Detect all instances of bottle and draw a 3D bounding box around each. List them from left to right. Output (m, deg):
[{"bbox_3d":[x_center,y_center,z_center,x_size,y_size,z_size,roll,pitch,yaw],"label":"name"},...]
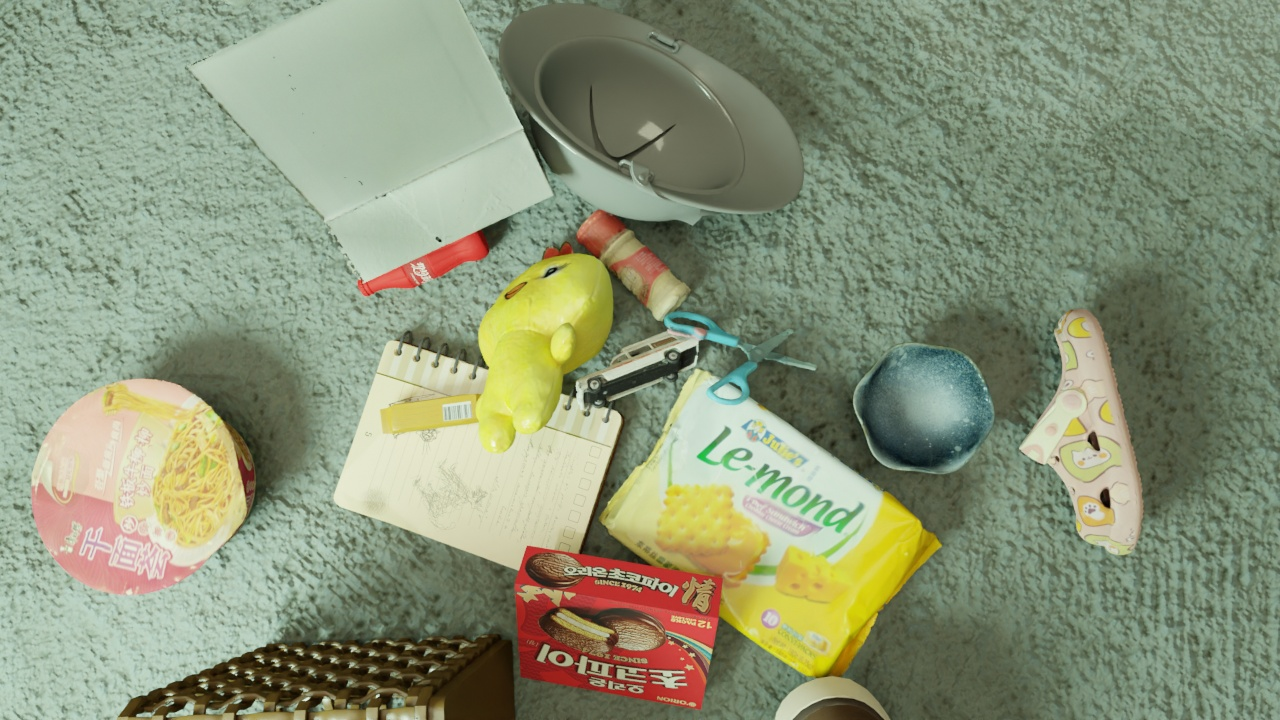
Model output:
[{"bbox_3d":[-0.195,-0.087,0.819,0.119,0.036,0.036,-23,82,2],"label":"bottle"},{"bbox_3d":[-0.006,-0.084,0.802,0.044,0.044,0.109,-44,83,-2],"label":"bottle"}]

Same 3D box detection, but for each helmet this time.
[{"bbox_3d":[-0.005,-0.180,0.780,0.271,0.118,0.183,21,56,-16],"label":"helmet"}]

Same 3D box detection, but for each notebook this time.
[{"bbox_3d":[-0.142,0.082,0.803,0.225,0.024,0.167,18,87,6],"label":"notebook"}]

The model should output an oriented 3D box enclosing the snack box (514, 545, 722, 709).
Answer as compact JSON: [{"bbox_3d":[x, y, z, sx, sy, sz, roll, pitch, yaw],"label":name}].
[{"bbox_3d":[-0.019,0.214,0.729,0.152,0.133,0.035,8,41,5],"label":"snack box"}]

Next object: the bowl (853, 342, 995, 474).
[{"bbox_3d":[0.231,0.040,0.763,0.110,0.055,0.110,0,84,5],"label":"bowl"}]

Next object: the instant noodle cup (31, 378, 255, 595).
[{"bbox_3d":[-0.416,0.108,0.795,0.179,0.078,0.178,0,83,3],"label":"instant noodle cup"}]

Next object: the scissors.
[{"bbox_3d":[0.082,-0.001,0.757,0.135,0.015,0.129,12,41,0],"label":"scissors"}]

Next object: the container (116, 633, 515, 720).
[{"bbox_3d":[-0.218,0.353,0.679,0.214,0.219,0.251,-4,83,4],"label":"container"}]

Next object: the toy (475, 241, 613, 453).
[{"bbox_3d":[-0.080,-0.013,0.745,0.134,0.207,0.092,-29,116,34],"label":"toy"}]

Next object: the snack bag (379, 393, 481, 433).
[{"bbox_3d":[-0.174,0.046,0.786,0.099,0.020,0.026,-9,80,5],"label":"snack bag"}]

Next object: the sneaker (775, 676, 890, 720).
[{"bbox_3d":[0.185,0.387,0.673,0.112,0.116,0.294,-15,99,2],"label":"sneaker"}]

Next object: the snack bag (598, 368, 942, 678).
[{"bbox_3d":[0.103,0.137,0.756,0.247,0.068,0.159,36,86,7],"label":"snack bag"}]

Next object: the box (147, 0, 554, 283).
[{"bbox_3d":[-0.181,-0.180,0.675,0.167,0.330,0.164,-25,67,0],"label":"box"}]

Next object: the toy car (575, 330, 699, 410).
[{"bbox_3d":[-0.005,0.005,0.783,0.113,0.039,0.039,-20,59,-14],"label":"toy car"}]

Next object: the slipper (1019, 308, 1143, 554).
[{"bbox_3d":[0.350,0.059,0.745,0.082,0.093,0.197,-10,81,23],"label":"slipper"}]
